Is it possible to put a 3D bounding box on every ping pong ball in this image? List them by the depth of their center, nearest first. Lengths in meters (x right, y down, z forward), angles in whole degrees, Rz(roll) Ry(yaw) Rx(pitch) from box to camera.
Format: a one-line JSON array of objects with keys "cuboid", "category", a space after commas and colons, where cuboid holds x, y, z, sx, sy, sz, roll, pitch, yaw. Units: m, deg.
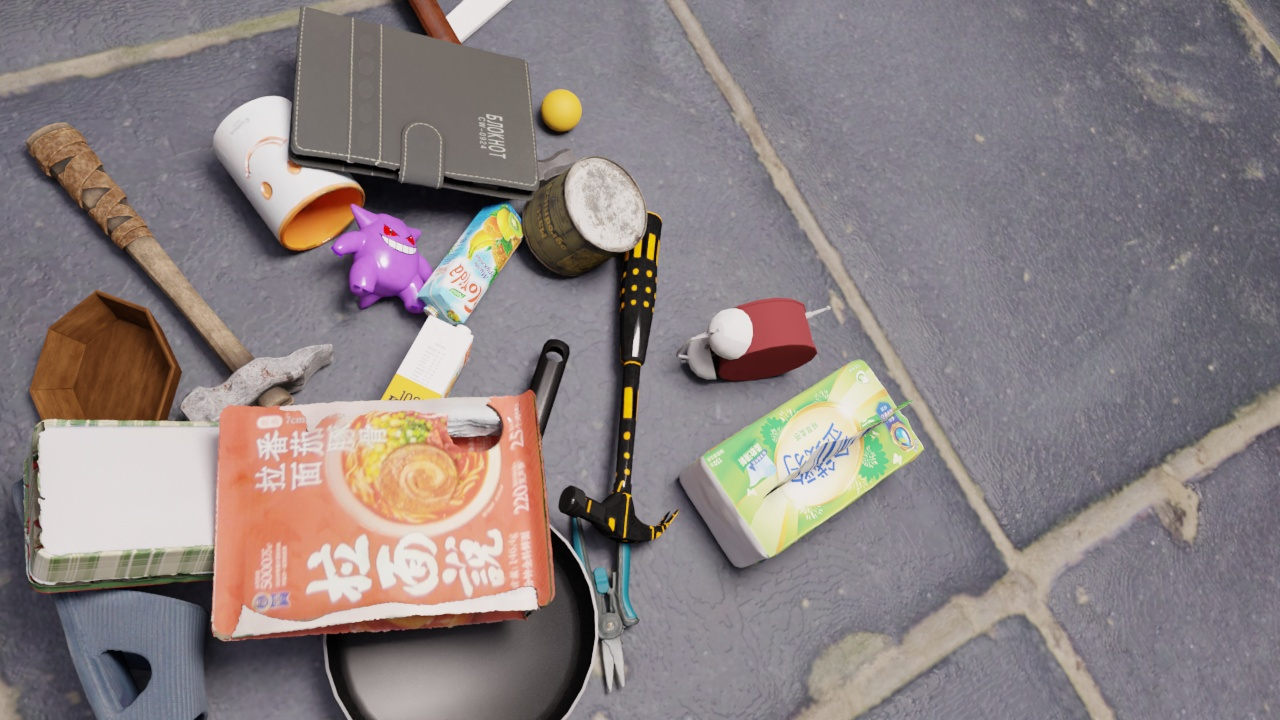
[{"cuboid": [-0.078, -0.246, 0.902, 0.040, 0.040, 0.040, 5, 69, -13], "category": "ping pong ball"}]

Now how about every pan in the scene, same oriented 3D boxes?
[{"cuboid": [-0.118, 0.142, 0.742, 0.204, 0.044, 0.354, 18, 63, -5], "category": "pan"}]

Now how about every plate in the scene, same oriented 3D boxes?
[{"cuboid": [-0.401, 0.015, 0.697, 0.131, 0.025, 0.131, -1, 85, 16], "category": "plate"}]

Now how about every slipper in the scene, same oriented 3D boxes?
[{"cuboid": [-0.351, 0.184, 0.643, 0.082, 0.101, 0.263, -26, 72, -30], "category": "slipper"}]

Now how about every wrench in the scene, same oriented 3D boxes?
[{"cuboid": [-0.208, -0.305, 0.903, 0.066, 0.018, 0.272, 37, 64, 1], "category": "wrench"}]

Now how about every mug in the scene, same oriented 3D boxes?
[{"cuboid": [-0.301, -0.160, 0.787, 0.082, 0.082, 0.105, -35, 81, -24], "category": "mug"}]

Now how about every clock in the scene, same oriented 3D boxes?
[{"cuboid": [0.101, -0.018, 0.835, 0.137, 0.096, 0.048, -4, 70, -20], "category": "clock"}]

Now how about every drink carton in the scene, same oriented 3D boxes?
[{"cuboid": [-0.183, 0.026, 0.762, 0.040, 0.059, 0.122, 26, 65, -5], "category": "drink carton"}, {"cuboid": [-0.147, -0.086, 0.809, 0.044, 0.039, 0.128, 56, 47, -34], "category": "drink carton"}]

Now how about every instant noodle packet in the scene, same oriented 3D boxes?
[{"cuboid": [-0.183, 0.108, 0.656, 0.220, 0.084, 0.164, 1, 68, -20], "category": "instant noodle packet"}]

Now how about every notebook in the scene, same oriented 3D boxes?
[{"cuboid": [-0.195, -0.222, 0.806, 0.208, 0.030, 0.169, 4, 62, -22], "category": "notebook"}]

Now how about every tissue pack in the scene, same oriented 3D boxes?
[{"cuboid": [0.151, 0.080, 0.786, 0.197, 0.142, 0.120, -36, 82, -24], "category": "tissue pack"}]

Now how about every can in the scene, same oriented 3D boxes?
[{"cuboid": [-0.051, -0.129, 0.833, 0.089, 0.075, 0.089, 12, 70, -36], "category": "can"}]

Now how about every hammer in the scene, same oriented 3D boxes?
[{"cuboid": [-0.393, -0.076, 0.754, 0.121, 0.049, 0.319, -39, 82, -27], "category": "hammer"}, {"cuboid": [-0.005, 0.005, 0.821, 0.123, 0.036, 0.319, 27, 56, -37], "category": "hammer"}, {"cuboid": [-0.179, -0.291, 0.882, 0.110, 0.028, 0.300, -26, 83, -28], "category": "hammer"}]

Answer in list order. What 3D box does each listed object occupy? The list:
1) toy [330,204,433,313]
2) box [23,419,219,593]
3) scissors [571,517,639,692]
[{"cuboid": [-0.223, -0.088, 0.796, 0.106, 0.056, 0.088, 18, 67, -46], "category": "toy"}, {"cuboid": [-0.314, 0.100, 0.651, 0.205, 0.050, 0.117, 2, 47, -38], "category": "box"}, {"cuboid": [-0.033, 0.191, 0.763, 0.144, 0.019, 0.126, 41, 75, 10], "category": "scissors"}]
